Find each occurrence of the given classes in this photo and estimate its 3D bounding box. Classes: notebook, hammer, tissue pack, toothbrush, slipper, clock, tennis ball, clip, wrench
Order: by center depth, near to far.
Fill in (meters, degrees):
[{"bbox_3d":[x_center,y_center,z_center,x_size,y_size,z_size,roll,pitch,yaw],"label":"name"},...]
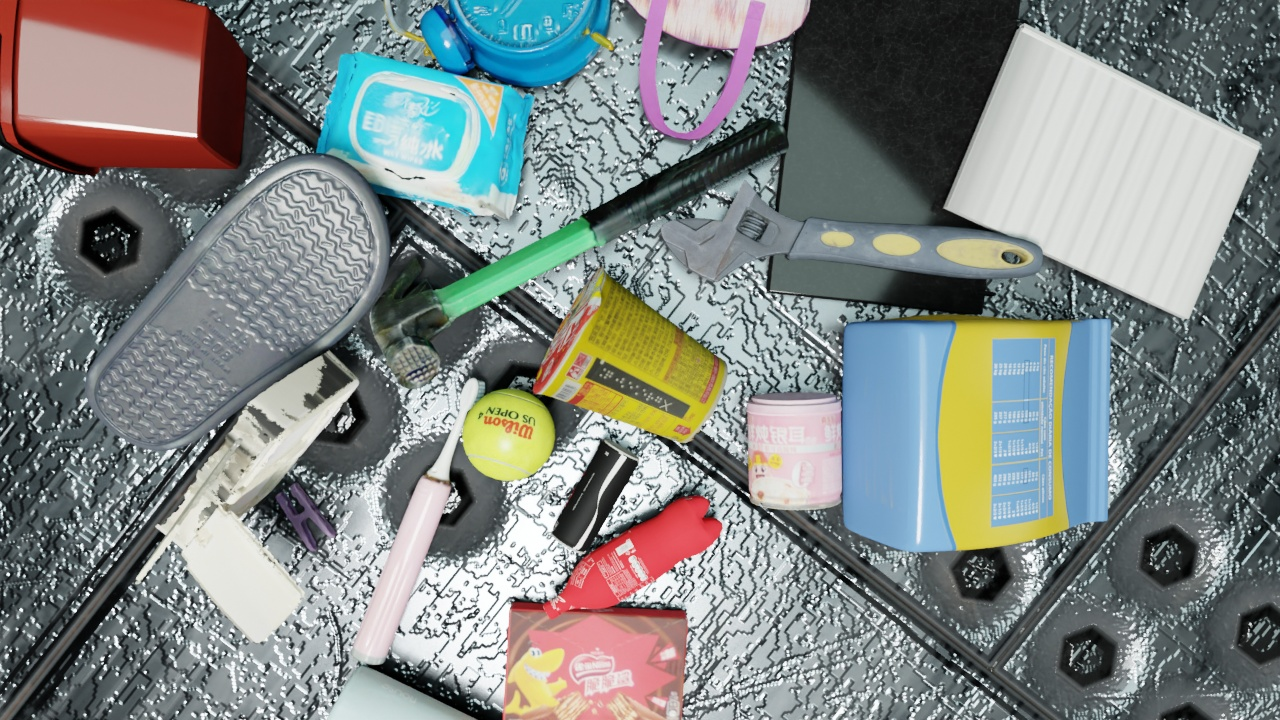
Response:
[{"bbox_3d":[-0.038,-0.090,0.638,0.318,0.130,0.032,-29,122,-10],"label":"hammer"},{"bbox_3d":[-0.097,-0.255,0.642,0.161,0.060,0.117,-3,93,0],"label":"clock"},{"bbox_3d":[-0.154,-0.156,0.644,0.144,0.061,0.093,12,92,-2],"label":"tissue pack"},{"bbox_3d":[-0.273,-0.040,0.644,0.269,0.083,0.110,-38,111,16],"label":"slipper"},{"bbox_3d":[-0.094,0.053,0.653,0.065,0.065,0.065,0,92,-2],"label":"tennis ball"},{"bbox_3d":[0.151,-0.084,0.659,0.273,0.022,0.073,6,91,1],"label":"wrench"},{"bbox_3d":[-0.160,0.117,0.673,0.027,0.026,0.222,23,92,25],"label":"toothbrush"},{"bbox_3d":[0.342,-0.136,0.674,0.209,0.009,0.142,22,90,-9],"label":"notebook"},{"bbox_3d":[0.190,-0.157,0.677,0.169,0.019,0.231,6,92,-1],"label":"notebook"},{"bbox_3d":[-0.247,0.114,0.678,0.036,0.013,0.052,-32,90,-2],"label":"clip"}]

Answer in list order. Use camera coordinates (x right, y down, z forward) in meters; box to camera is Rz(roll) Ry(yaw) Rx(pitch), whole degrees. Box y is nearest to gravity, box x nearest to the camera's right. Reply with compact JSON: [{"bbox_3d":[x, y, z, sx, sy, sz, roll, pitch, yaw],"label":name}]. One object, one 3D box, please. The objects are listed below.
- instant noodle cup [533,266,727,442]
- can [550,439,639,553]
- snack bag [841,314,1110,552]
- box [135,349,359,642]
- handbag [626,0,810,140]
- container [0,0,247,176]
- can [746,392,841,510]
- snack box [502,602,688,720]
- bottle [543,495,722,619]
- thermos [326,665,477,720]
[{"bbox_3d":[-0.004,0.004,0.647,0.112,0.100,0.100,28,91,-13],"label":"instant noodle cup"},{"bbox_3d":[-0.033,0.100,0.674,0.031,0.031,0.080,30,91,-3],"label":"can"},{"bbox_3d":[0.253,0.047,0.655,0.205,0.102,0.159,-1,92,-19],"label":"snack bag"},{"bbox_3d":[-0.240,0.095,0.586,0.101,0.186,0.145,36,120,-17],"label":"box"},{"bbox_3d":[0.044,-0.243,0.652,0.144,0.068,0.170,13,99,-3],"label":"handbag"},{"bbox_3d":[-0.375,-0.189,0.593,0.200,0.148,0.127,5,91,-11],"label":"container"},{"bbox_3d":[0.111,0.063,0.660,0.067,0.067,0.076,-2,93,-2],"label":"can"},{"bbox_3d":[-0.034,0.229,0.685,0.133,0.021,0.089,3,92,-2],"label":"snack box"},{"bbox_3d":[-0.007,0.146,0.669,0.141,0.042,0.042,-31,93,-4],"label":"bottle"},{"bbox_3d":[-0.126,0.294,0.663,0.207,0.065,0.078,27,98,-3],"label":"thermos"}]
